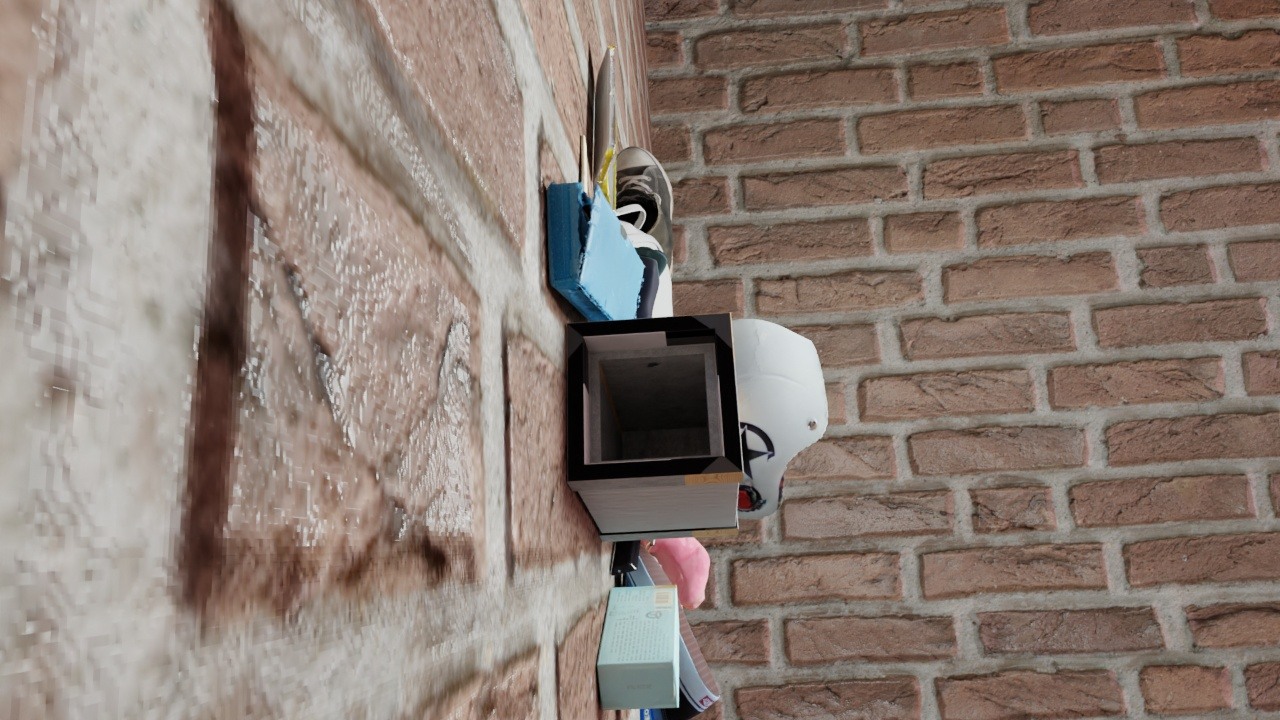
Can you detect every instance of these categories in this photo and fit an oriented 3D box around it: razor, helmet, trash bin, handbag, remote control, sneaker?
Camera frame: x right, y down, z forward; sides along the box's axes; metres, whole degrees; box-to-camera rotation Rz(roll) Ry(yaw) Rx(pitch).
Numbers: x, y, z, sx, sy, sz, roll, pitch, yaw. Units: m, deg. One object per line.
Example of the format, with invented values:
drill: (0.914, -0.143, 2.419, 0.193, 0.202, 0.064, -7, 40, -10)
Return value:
razor: (-0.004, -0.048, 0.952, 0.052, 0.047, 0.142, 78, 20, -72)
helmet: (0.097, 0.067, 1.123, 0.265, 0.163, 0.236, -57, -165, 30)
trash bin: (0.019, 0.075, 0.878, 0.247, 0.142, 0.142, 78, 9, -67)
handbag: (-0.029, -0.076, 1.032, 0.222, 0.096, 0.215, 5, 80, -74)
remote control: (-0.017, 0.215, 1.089, 0.136, 0.032, 0.015, -79, 154, -75)
sneaker: (-0.007, -0.221, 1.261, 0.120, 0.095, 0.234, 67, 20, -60)
sneaker: (0.000, 0.314, 1.075, 0.083, 0.098, 0.241, 49, 10, -44)

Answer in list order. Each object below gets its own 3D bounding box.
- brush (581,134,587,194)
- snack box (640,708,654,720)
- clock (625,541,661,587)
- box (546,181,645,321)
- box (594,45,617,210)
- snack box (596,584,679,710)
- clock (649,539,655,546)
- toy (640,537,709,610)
brush: (-0.058, -0.161, 0.951, 0.033, 0.012, 0.217, 82, 4, -51)
snack box: (0.027, 0.465, 1.344, 0.056, 0.057, 0.206, 71, 16, -64)
clock: (0.008, 0.306, 1.198, 0.104, 0.056, 0.147, 82, 8, -54)
box: (-0.032, -0.080, 0.823, 0.231, 0.048, 0.093, 49, 37, -75)
box: (-0.042, -0.289, 1.163, 0.130, 0.038, 0.209, 97, -5, -54)
snack box: (0.001, 0.288, 0.936, 0.174, 0.075, 0.053, -76, 163, -80)
clock: (0.015, 0.161, 1.231, 0.115, 0.065, 0.154, 62, 36, -43)
toy: (0.050, 0.314, 1.404, 0.142, 0.084, 0.213, 57, -15, 14)
